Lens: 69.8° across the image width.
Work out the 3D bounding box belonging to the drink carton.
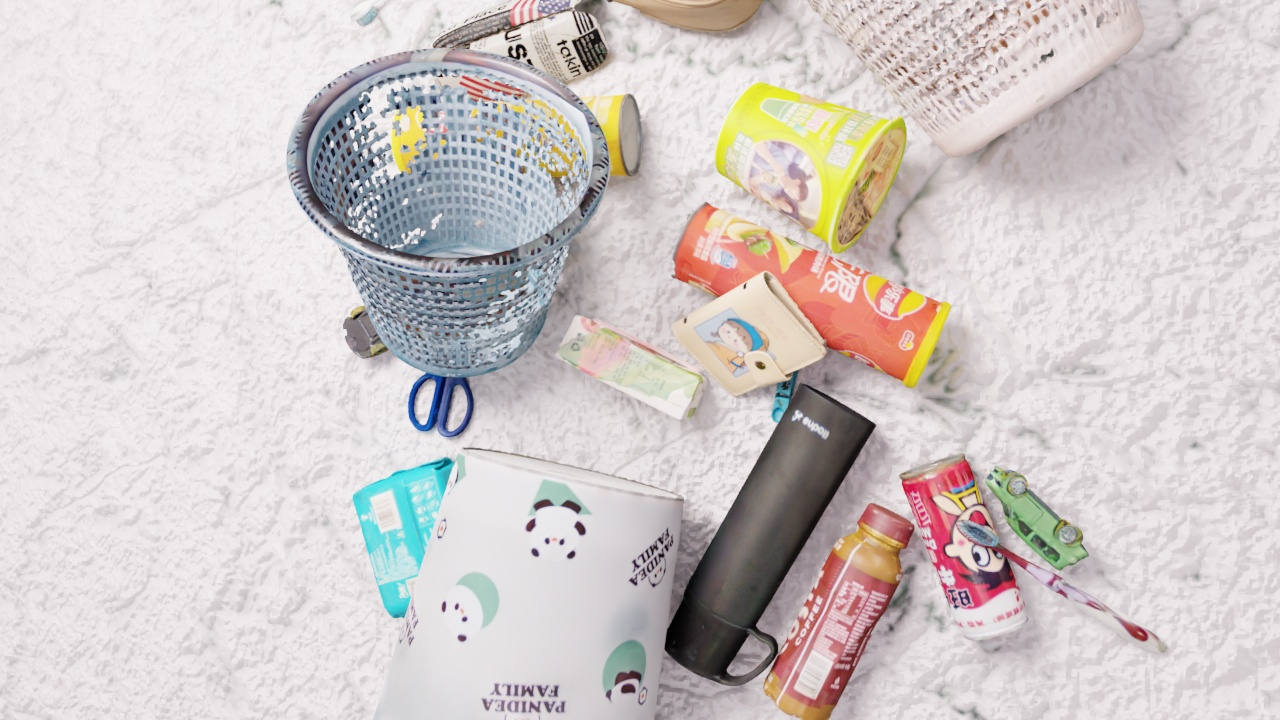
[{"bbox_3d":[-0.005,0.005,0.780,0.122,0.053,0.045,26,95,14],"label":"drink carton"}]

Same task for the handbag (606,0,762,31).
[{"bbox_3d":[0.043,-0.383,0.755,0.148,0.099,0.204,3,86,19],"label":"handbag"}]

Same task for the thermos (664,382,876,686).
[{"bbox_3d":[0.109,0.144,0.737,0.090,0.068,0.242,30,98,21],"label":"thermos"}]

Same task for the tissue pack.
[{"bbox_3d":[-0.197,0.162,0.831,0.093,0.050,0.133,-19,84,13],"label":"tissue pack"}]

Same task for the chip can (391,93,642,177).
[{"bbox_3d":[-0.108,-0.194,0.808,0.213,0.072,0.072,2,89,15],"label":"chip can"}]

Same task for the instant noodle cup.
[{"bbox_3d":[0.128,-0.161,0.725,0.123,0.111,0.112,32,97,22],"label":"instant noodle cup"}]

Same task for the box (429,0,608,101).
[{"bbox_3d":[-0.111,-0.294,0.824,0.163,0.076,0.087,-11,61,18],"label":"box"}]

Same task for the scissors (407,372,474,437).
[{"bbox_3d":[-0.183,-0.016,0.854,0.108,0.012,0.174,-11,84,15],"label":"scissors"}]

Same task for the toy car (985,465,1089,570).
[{"bbox_3d":[0.298,0.118,0.696,0.036,0.043,0.091,-42,77,10],"label":"toy car"}]

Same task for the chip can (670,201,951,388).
[{"bbox_3d":[0.134,-0.056,0.734,0.217,0.073,0.073,27,95,16],"label":"chip can"}]

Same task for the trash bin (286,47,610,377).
[{"bbox_3d":[-0.147,-0.098,0.730,0.226,0.195,0.226,4,56,-6],"label":"trash bin"}]

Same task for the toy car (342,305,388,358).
[{"bbox_3d":[-0.231,-0.043,0.857,0.106,0.031,0.049,-35,79,11],"label":"toy car"}]

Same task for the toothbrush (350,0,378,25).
[{"bbox_3d":[-0.187,-0.390,0.858,0.225,0.027,0.026,-35,66,12],"label":"toothbrush"}]

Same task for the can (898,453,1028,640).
[{"bbox_3d":[0.248,0.142,0.704,0.053,0.053,0.132,-22,82,14],"label":"can"}]

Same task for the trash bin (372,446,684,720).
[{"bbox_3d":[-0.079,0.209,0.717,0.230,0.229,0.251,12,86,16],"label":"trash bin"}]

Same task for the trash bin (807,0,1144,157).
[{"bbox_3d":[0.237,-0.264,0.652,0.228,0.227,0.192,-34,93,12],"label":"trash bin"}]

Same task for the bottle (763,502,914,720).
[{"bbox_3d":[0.160,0.198,0.725,0.057,0.057,0.175,27,96,15],"label":"bottle"}]

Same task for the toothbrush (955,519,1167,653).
[{"bbox_3d":[0.313,0.167,0.675,0.187,0.017,0.016,32,79,-5],"label":"toothbrush"}]

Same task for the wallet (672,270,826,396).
[{"bbox_3d":[0.088,-0.016,0.734,0.087,0.024,0.115,51,139,-8],"label":"wallet"}]

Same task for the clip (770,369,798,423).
[{"bbox_3d":[0.120,0.025,0.762,0.014,0.039,0.056,16,101,16],"label":"clip"}]
